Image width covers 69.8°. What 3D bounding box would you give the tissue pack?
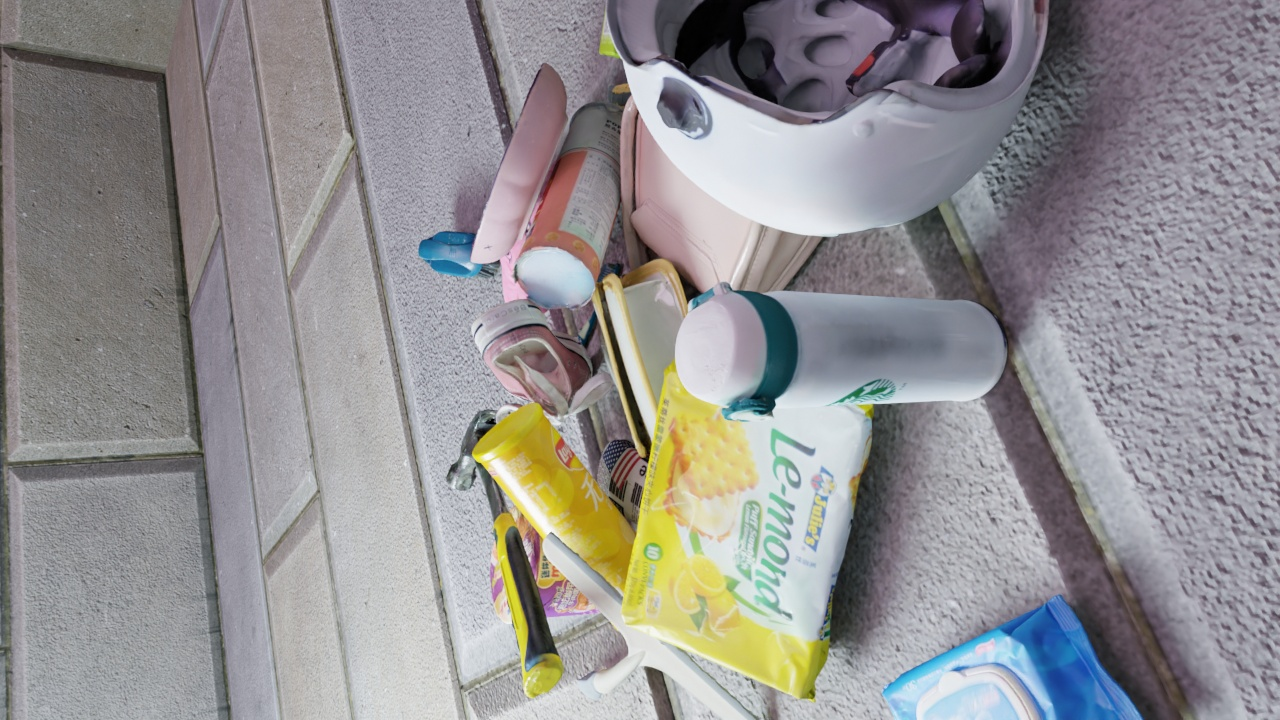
[{"bbox_3d":[0.215,0.212,0.546,0.158,0.052,0.095,-50,52,41],"label":"tissue pack"}]

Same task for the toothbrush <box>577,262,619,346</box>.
[{"bbox_3d":[-0.063,-0.024,0.953,0.016,0.018,0.192,-96,29,-53],"label":"toothbrush"}]

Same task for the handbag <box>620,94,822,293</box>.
[{"bbox_3d":[0.050,-0.092,0.763,0.193,0.093,0.235,47,134,42],"label":"handbag"}]

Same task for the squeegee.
[{"bbox_3d":[-0.027,0.286,0.837,0.246,0.039,0.247,41,148,5],"label":"squeegee"}]

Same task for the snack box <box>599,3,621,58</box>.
[{"bbox_3d":[0.017,-0.336,0.790,0.026,0.085,0.156,26,110,53],"label":"snack box"}]

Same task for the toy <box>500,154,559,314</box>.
[{"bbox_3d":[-0.096,-0.123,0.945,0.195,0.074,0.178,-31,52,51],"label":"toy"}]

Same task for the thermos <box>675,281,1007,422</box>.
[{"bbox_3d":[0.120,-0.004,0.532,0.073,0.223,0.073,1,91,54],"label":"thermos"}]

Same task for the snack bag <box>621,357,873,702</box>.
[{"bbox_3d":[0.080,0.115,0.682,0.158,0.068,0.247,15,102,26],"label":"snack bag"}]

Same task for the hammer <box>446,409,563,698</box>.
[{"bbox_3d":[-0.125,0.164,0.857,0.126,0.031,0.323,-63,32,25],"label":"hammer"}]

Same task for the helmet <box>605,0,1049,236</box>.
[{"bbox_3d":[0.109,-0.169,0.576,0.259,0.228,0.146,22,145,28],"label":"helmet"}]

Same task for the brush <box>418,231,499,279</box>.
[{"bbox_3d":[-0.233,-0.133,1.138,0.144,0.073,0.055,15,97,53],"label":"brush"}]

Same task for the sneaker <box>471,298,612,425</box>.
[{"bbox_3d":[-0.089,0.020,0.851,0.241,0.118,0.087,65,-179,-74],"label":"sneaker"}]

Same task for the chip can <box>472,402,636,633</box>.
[{"bbox_3d":[-0.055,0.139,0.803,0.072,0.071,0.213,-18,113,52],"label":"chip can"}]

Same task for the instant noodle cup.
[{"bbox_3d":[-0.081,0.202,0.899,0.112,0.099,0.111,-31,53,54],"label":"instant noodle cup"}]

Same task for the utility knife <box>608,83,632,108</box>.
[{"bbox_3d":[0.011,-0.245,0.860,0.152,0.018,0.031,19,111,47],"label":"utility knife"}]

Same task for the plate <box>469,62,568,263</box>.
[{"bbox_3d":[-0.106,-0.174,0.844,0.192,0.039,0.192,-161,91,-81],"label":"plate"}]

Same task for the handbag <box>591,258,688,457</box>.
[{"bbox_3d":[-0.005,0.005,0.806,0.179,0.063,0.163,171,82,-71],"label":"handbag"}]

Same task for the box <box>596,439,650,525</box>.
[{"bbox_3d":[0.021,0.118,0.826,0.164,0.064,0.074,25,87,50],"label":"box"}]

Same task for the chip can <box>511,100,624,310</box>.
[{"bbox_3d":[-0.051,-0.140,0.808,0.071,0.071,0.214,-46,23,43],"label":"chip can"}]
